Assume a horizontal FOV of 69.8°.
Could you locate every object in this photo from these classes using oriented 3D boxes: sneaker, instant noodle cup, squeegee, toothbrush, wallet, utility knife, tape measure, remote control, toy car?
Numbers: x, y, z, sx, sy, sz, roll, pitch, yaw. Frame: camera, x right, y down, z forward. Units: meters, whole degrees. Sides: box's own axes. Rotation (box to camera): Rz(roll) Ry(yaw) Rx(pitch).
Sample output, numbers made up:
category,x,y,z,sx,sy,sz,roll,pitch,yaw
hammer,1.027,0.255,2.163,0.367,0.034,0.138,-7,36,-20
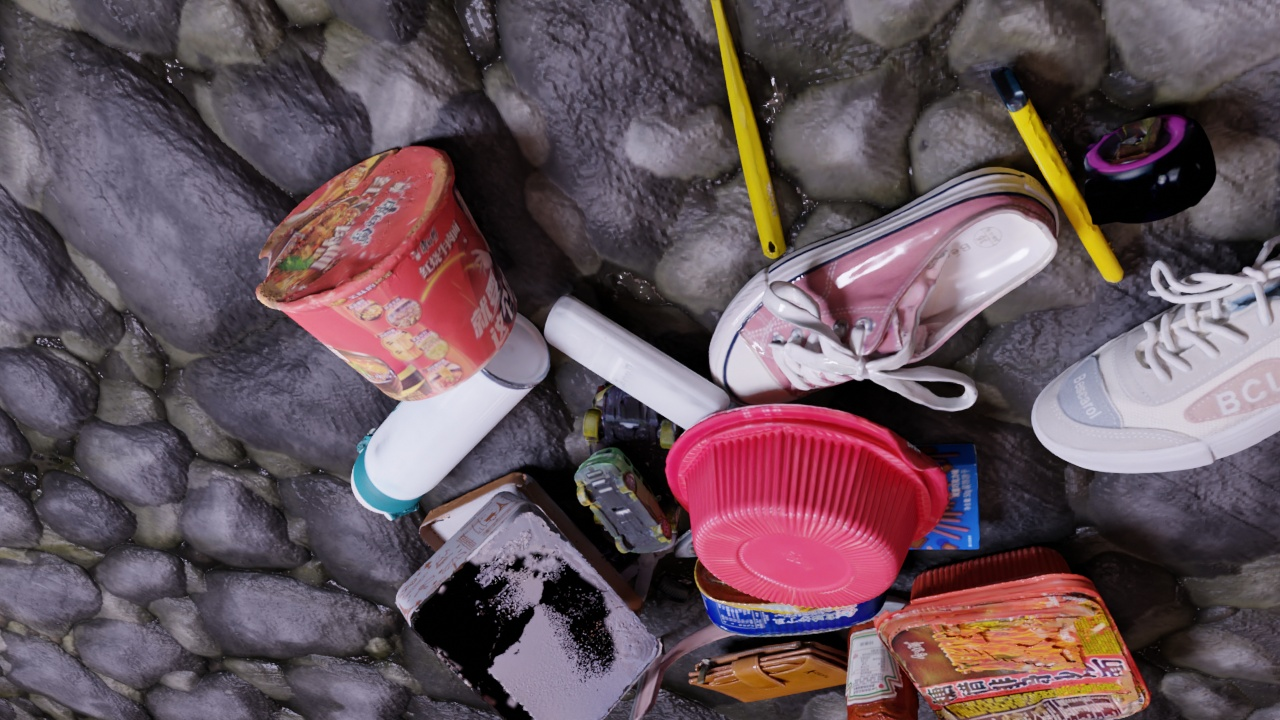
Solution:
category,x,y,z,sx,sy,sz,roll,pitch,yaw
sneaker,0.324,-0.013,0.497,0.243,0.089,0.090,-31,133,30
instant noodle cup,0.107,0.110,0.621,0.194,0.065,0.194,9,141,8
squeegee,0.110,0.227,0.773,0.249,0.247,0.040,-15,84,1
toothbrush,-0.034,0.166,0.805,0.189,0.014,0.017,33,123,-14
instant noodle cup,0.287,0.215,0.718,0.165,0.078,0.189,-20,125,27
sneaker,0.130,-0.021,0.543,0.118,0.087,0.242,42,132,-21
wallet,0.121,0.283,0.839,0.131,0.035,0.119,-24,145,32
toothbrush,0.056,-0.136,0.512,0.016,0.016,0.190,-5,129,20
utility knife,0.231,-0.094,0.496,0.015,0.033,0.164,-28,122,28
instant noodle cup,-0.148,-0.049,0.573,0.138,0.137,0.108,-11,135,23
tape measure,0.257,-0.098,0.465,0.057,0.057,0.039,-7,126,45
remote control,-0.004,0.004,0.627,0.136,0.020,0.056,32,154,1
toy car,-0.010,0.104,0.670,0.043,0.036,0.091,-21,115,25
toy car,-0.004,0.084,0.703,0.070,0.042,0.158,6,123,11

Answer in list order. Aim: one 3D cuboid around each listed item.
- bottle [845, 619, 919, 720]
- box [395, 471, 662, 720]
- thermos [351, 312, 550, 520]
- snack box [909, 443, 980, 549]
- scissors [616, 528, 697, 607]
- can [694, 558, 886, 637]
category,x,y,z,sx,sy,sz,roll,pitch,yaw
bottle,0.196,0.305,0.737,0.060,0.205,0.060,7,132,7
box,-0.103,0.198,0.771,0.182,0.153,0.181,51,160,-15
thermos,-0.156,0.046,0.698,0.073,0.073,0.225,35,131,-16
snack box,0.169,0.103,0.684,0.157,0.026,0.085,-4,124,18
scissors,0.008,0.168,0.784,0.175,0.014,0.159,-16,120,19
can,0.120,0.175,0.729,0.148,0.074,0.049,-9,129,10
